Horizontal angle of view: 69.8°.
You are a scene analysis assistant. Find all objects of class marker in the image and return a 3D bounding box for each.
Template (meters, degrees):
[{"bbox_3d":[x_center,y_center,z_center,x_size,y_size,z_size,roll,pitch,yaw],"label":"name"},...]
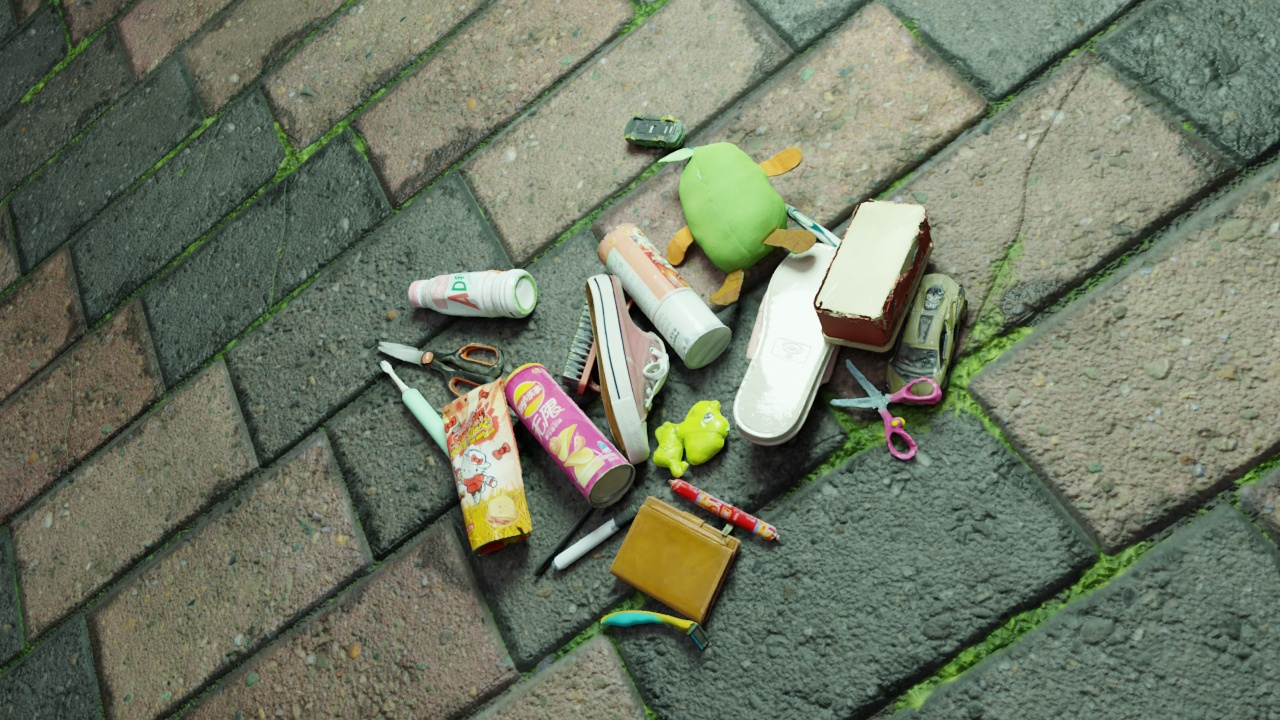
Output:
[{"bbox_3d":[-0.054,0.220,1.132,0.131,0.022,0.018,-36,49,10],"label":"marker"}]

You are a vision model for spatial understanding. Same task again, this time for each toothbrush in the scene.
[{"bbox_3d":[-0.312,0.069,1.302,0.026,0.027,0.224,-46,60,-3],"label":"toothbrush"},{"bbox_3d":[0.199,-0.189,1.178,0.016,0.018,0.191,-47,58,2],"label":"toothbrush"},{"bbox_3d":[-0.077,0.199,1.153,0.018,0.015,0.181,37,87,37],"label":"toothbrush"}]

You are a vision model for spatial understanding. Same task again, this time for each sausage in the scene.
[{"bbox_3d":[0.096,0.175,1.081,0.156,0.020,0.020,24,81,30],"label":"sausage"}]

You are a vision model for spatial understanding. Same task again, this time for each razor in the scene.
[{"bbox_3d":[0.013,0.306,1.063,0.133,0.043,0.028,-1,53,30],"label":"razor"}]

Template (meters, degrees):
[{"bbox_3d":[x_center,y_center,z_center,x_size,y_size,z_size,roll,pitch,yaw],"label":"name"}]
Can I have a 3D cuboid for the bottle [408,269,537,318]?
[{"bbox_3d":[-0.245,-0.095,1.315,0.197,0.068,0.068,1,71,28],"label":"bottle"}]

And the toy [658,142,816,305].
[{"bbox_3d":[0.118,-0.190,1.174,0.227,0.090,0.246,-36,56,22],"label":"toy"}]

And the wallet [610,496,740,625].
[{"bbox_3d":[0.042,0.225,1.077,0.131,0.035,0.119,23,81,28],"label":"wallet"}]

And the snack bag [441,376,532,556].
[{"bbox_3d":[-0.198,0.137,1.182,0.129,0.073,0.207,-30,68,35],"label":"snack bag"}]

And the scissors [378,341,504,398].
[{"bbox_3d":[-0.300,0.014,1.321,0.235,0.021,0.136,-7,68,21],"label":"scissors"}]

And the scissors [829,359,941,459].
[{"bbox_3d":[0.279,0.044,1.035,0.126,0.017,0.133,-48,63,28],"label":"scissors"}]

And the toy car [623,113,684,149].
[{"bbox_3d":[0.019,-0.322,1.299,0.091,0.036,0.043,15,78,27],"label":"toy car"}]

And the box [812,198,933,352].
[{"bbox_3d":[0.264,-0.103,1.034,0.091,0.079,0.168,13,62,32],"label":"box"}]

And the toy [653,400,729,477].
[{"bbox_3d":[0.064,0.096,1.120,0.100,0.031,0.096,-4,68,28],"label":"toy"}]

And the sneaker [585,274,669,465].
[{"bbox_3d":[-0.007,0.007,1.140,0.087,0.118,0.241,-10,85,-9],"label":"sneaker"}]

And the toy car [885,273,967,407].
[{"bbox_3d":[0.325,-0.023,1.045,0.070,0.042,0.158,10,77,28],"label":"toy car"}]

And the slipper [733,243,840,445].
[{"bbox_3d":[0.185,-0.019,1.095,0.114,0.054,0.273,11,65,23],"label":"slipper"}]

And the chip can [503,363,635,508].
[{"bbox_3d":[-0.094,0.092,1.159,0.071,0.071,0.210,-46,54,2],"label":"chip can"}]

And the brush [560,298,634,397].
[{"bbox_3d":[-0.054,-0.026,1.208,0.069,0.063,0.145,17,74,-3],"label":"brush"}]

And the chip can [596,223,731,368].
[{"bbox_3d":[0.026,-0.087,1.185,0.071,0.071,0.214,-41,59,4],"label":"chip can"}]
